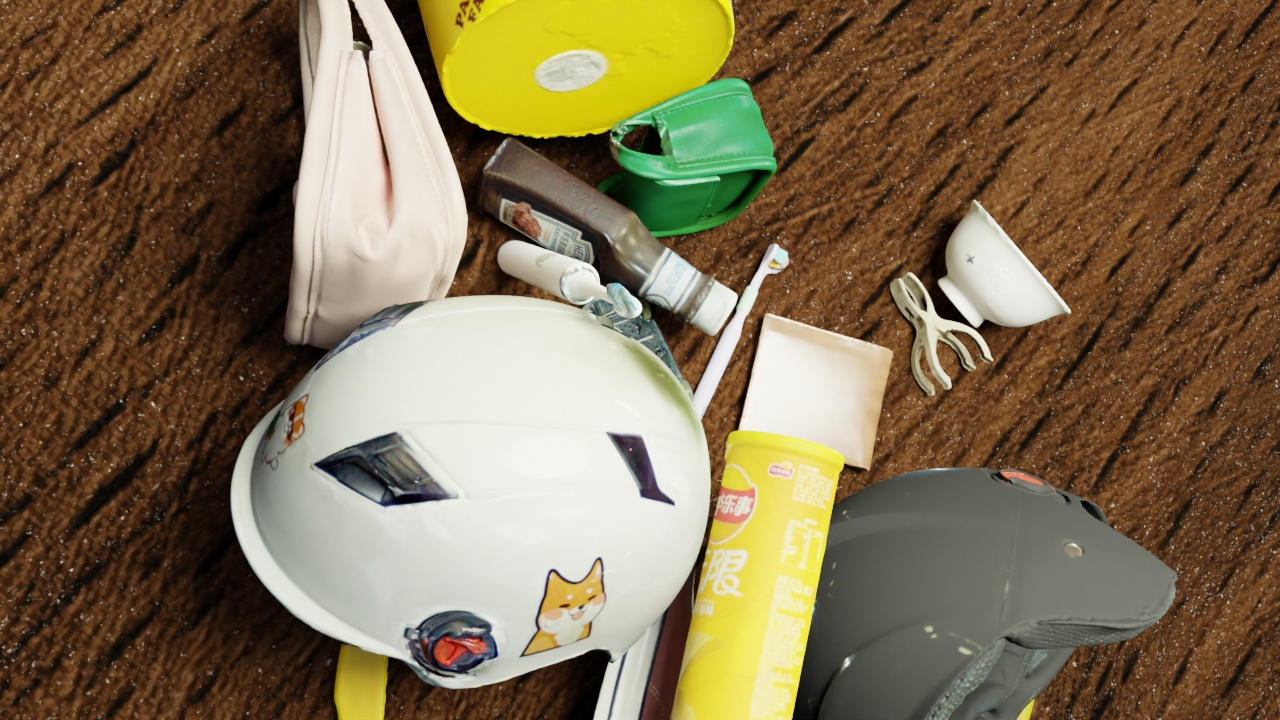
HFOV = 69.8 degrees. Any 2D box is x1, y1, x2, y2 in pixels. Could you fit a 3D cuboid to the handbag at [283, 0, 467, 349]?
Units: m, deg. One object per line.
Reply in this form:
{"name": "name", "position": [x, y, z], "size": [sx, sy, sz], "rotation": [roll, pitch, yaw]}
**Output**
{"name": "handbag", "position": [-0.182, -0.134, 0.569], "size": [0.093, 0.194, 0.234], "rotation": [-6, 75, -24]}

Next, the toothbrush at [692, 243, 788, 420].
{"name": "toothbrush", "position": [0.067, -0.006, 0.706], "size": [0.021, 0.029, 0.189], "rotation": [20, 75, 28]}

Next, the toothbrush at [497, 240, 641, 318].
{"name": "toothbrush", "position": [-0.048, -0.052, 0.575], "size": [0.026, 0.221, 0.026], "rotation": [-44, 116, -9]}

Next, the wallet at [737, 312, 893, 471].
{"name": "wallet", "position": [0.139, 0.024, 0.724], "size": [0.115, 0.020, 0.101], "rotation": [17, 78, -11]}

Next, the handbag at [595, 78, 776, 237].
{"name": "handbag", "position": [0.027, -0.139, 0.655], "size": [0.120, 0.131, 0.068], "rotation": [-13, 82, -16]}

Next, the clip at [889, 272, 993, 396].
{"name": "clip", "position": [0.251, -0.023, 0.757], "size": [0.095, 0.035, 0.102], "rotation": [-2, 75, -13]}

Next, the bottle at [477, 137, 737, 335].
{"name": "bottle", "position": [-0.022, -0.082, 0.650], "size": [0.195, 0.080, 0.044], "rotation": [31, 70, -3]}

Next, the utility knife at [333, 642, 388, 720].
{"name": "utility knife", "position": [-0.184, 0.247, 0.595], "size": [0.033, 0.015, 0.156], "rotation": [4, 82, -10]}

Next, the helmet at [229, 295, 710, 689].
{"name": "helmet", "position": [-0.070, 0.050, 0.522], "size": [0.273, 0.157, 0.229], "rotation": [15, 38, -30]}

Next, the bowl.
{"name": "bowl", "position": [0.285, -0.065, 0.749], "size": [0.065, 0.118, 0.118], "rotation": [-41, 96, 20]}

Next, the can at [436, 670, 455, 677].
{"name": "can", "position": [-0.113, 0.165, 0.586], "size": [0.066, 0.094, 0.066], "rotation": [3, 81, -17]}

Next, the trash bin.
{"name": "trash bin", "position": [-0.056, -0.300, 0.586], "size": [0.229, 0.230, 0.255], "rotation": [-9, 78, -18]}

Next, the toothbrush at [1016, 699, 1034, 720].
{"name": "toothbrush", "position": [0.311, 0.283, 0.737], "size": [0.015, 0.017, 0.189], "rotation": [30, 75, -10]}

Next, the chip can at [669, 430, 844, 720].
{"name": "chip can", "position": [0.065, 0.151, 0.537], "size": [0.072, 0.072, 0.213], "rotation": [16, 77, -14]}

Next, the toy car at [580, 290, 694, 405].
{"name": "toy car", "position": [-0.004, 0.004, 0.675], "size": [0.054, 0.037, 0.120], "rotation": [-20, 78, -19]}

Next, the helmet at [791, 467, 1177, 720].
{"name": "helmet", "position": [0.207, 0.184, 0.614], "size": [0.273, 0.230, 0.234], "rotation": [-19, 125, -46]}

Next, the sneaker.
{"name": "sneaker", "position": [0.019, 0.229, 0.615], "size": [0.088, 0.118, 0.240], "rotation": [13, 72, 6]}
